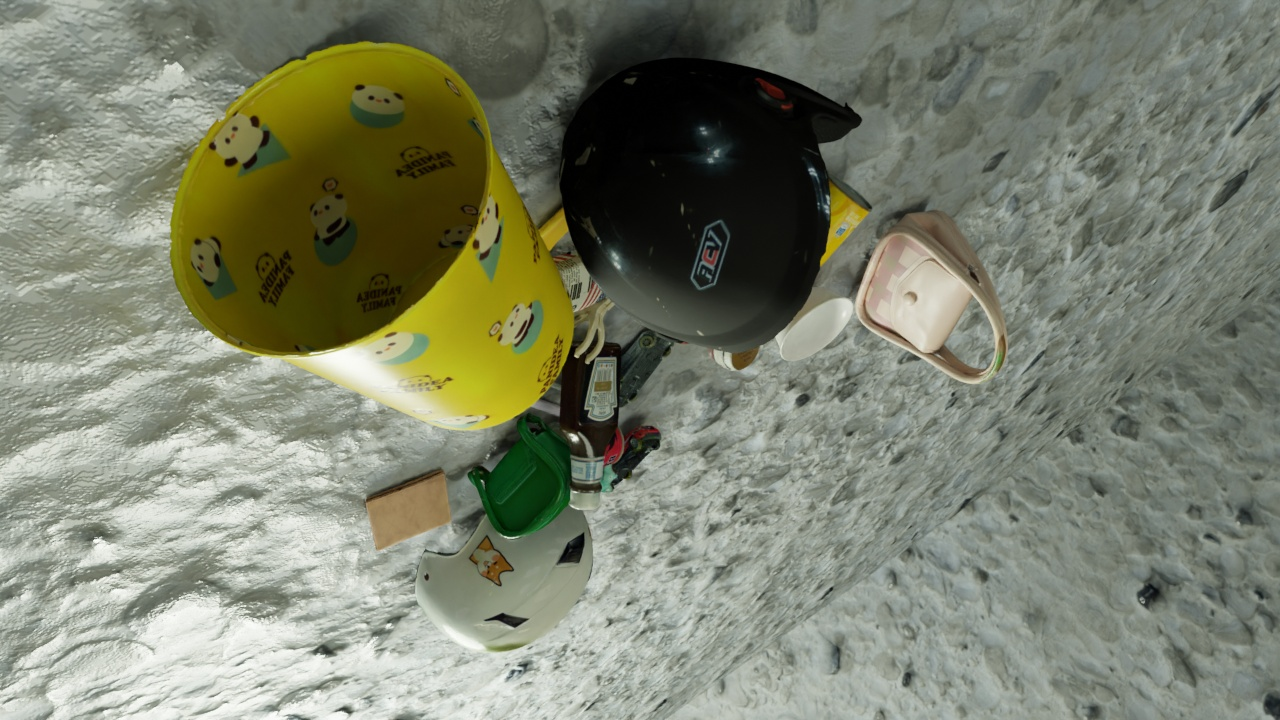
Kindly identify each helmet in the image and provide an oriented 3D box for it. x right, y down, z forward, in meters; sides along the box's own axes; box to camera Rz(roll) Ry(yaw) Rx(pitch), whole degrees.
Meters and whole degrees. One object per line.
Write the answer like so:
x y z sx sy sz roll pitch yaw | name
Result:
-0.172 0.316 1.304 0.273 0.157 0.230 -29 150 -11 | helmet
0.049 -0.133 0.779 0.230 0.274 0.234 11 117 -18 | helmet

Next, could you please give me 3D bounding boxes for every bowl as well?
0.222 -0.063 1.247 0.118 0.064 0.118 -26 150 -16 | bowl

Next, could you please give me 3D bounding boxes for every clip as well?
-0.050 -0.038 1.012 0.102 0.095 0.035 -30 152 13 | clip

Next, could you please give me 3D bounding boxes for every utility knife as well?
-0.080 -0.132 0.896 0.156 0.015 0.033 -41 157 9 | utility knife

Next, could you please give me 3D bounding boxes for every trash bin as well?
-0.175 -0.068 0.703 0.229 0.229 0.255 -35 156 0 | trash bin

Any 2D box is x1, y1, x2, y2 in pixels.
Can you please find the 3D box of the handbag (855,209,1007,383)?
0.412 -0.070 1.256 0.093 0.234 0.194 -23 148 -23 | handbag

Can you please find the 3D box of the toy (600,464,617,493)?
-0.073 0.153 1.270 0.092 0.030 0.097 19 117 -14 | toy

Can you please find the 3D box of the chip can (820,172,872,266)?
0.184 -0.124 1.116 0.072 0.072 0.214 8 129 -50 | chip can

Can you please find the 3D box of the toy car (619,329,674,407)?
-0.007 0.007 1.149 0.121 0.037 0.054 -50 148 6 | toy car

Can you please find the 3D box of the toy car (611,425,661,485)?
-0.021 0.132 1.302 0.052 0.045 0.121 5 137 -50 | toy car

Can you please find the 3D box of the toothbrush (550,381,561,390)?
-0.131 0.012 1.039 0.027 0.026 0.221 -2 163 28 | toothbrush

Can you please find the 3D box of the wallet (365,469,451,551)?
-0.287 0.187 1.143 0.101 0.020 0.115 -20 144 -23 | wallet

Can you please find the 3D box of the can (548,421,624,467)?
-0.075 0.110 1.196 0.093 0.066 0.067 -1 136 -44 | can

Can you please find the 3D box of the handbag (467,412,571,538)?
-0.141 0.146 1.132 0.131 0.120 0.067 -48 167 22 | handbag

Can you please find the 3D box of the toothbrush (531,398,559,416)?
-0.145 0.046 1.082 0.189 0.029 0.021 23 80 -57 | toothbrush

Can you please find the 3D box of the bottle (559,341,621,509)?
-0.060 0.075 1.073 0.079 0.044 0.195 -2 97 -49 | bottle

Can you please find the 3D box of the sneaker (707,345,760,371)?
0.101 -0.107 1.046 0.118 0.088 0.241 -23 128 -43 | sneaker

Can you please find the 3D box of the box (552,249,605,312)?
-0.082 -0.078 0.934 0.163 0.052 0.069 -23 155 -42 | box
